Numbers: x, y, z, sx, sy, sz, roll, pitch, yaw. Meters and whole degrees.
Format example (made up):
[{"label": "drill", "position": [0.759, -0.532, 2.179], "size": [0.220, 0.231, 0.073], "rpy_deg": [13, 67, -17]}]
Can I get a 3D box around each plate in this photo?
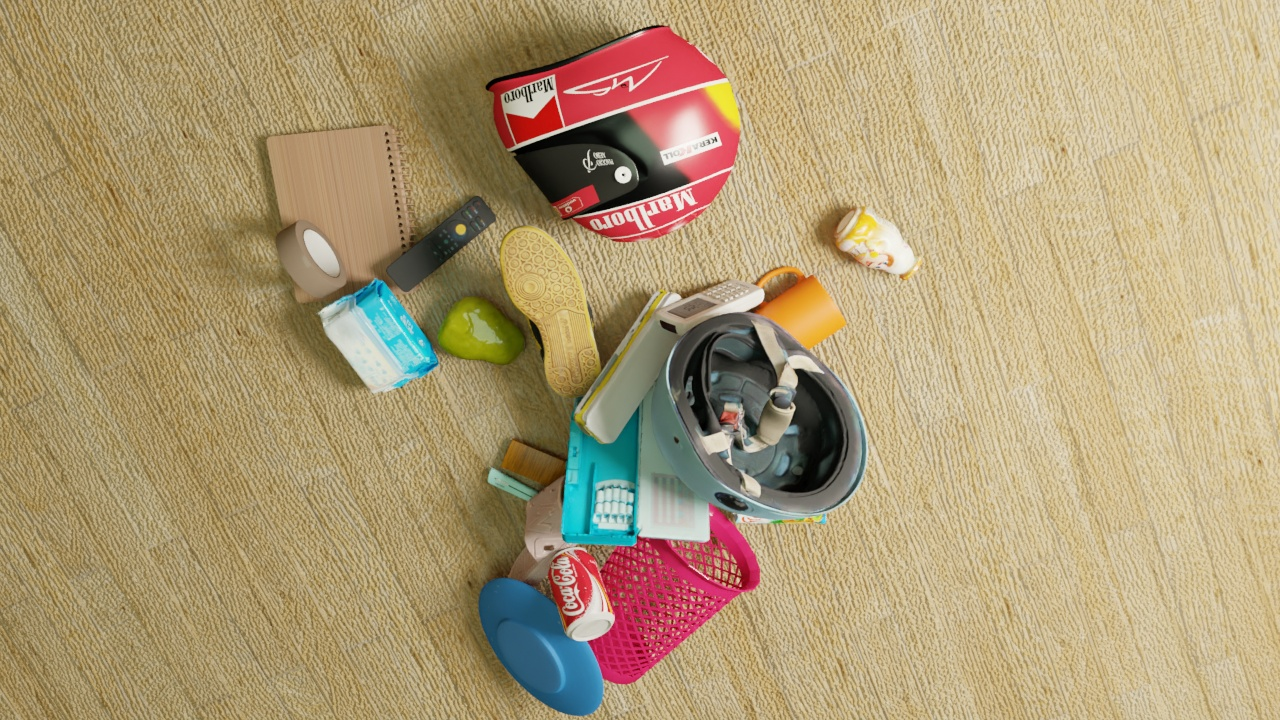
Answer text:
[{"label": "plate", "position": [-0.144, 0.394, 1.239], "size": [0.224, 0.024, 0.225], "rpy_deg": [22, 128, 30]}]

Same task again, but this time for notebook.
[{"label": "notebook", "position": [-0.370, -0.184, 1.166], "size": [0.169, 0.022, 0.210], "rpy_deg": [-5, 104, 3]}]

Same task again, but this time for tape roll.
[{"label": "tape roll", "position": [-0.402, -0.124, 1.123], "size": [0.030, 0.093, 0.094], "rpy_deg": [-28, 102, 9]}]

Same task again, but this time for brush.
[{"label": "brush", "position": [-0.123, 0.148, 1.249], "size": [0.126, 0.017, 0.048], "rpy_deg": [23, 103, -5]}]

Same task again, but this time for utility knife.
[{"label": "utility knife", "position": [-0.156, 0.182, 1.261], "size": [0.120, 0.015, 0.022], "rpy_deg": [28, 102, -9]}]

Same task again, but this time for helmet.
[{"label": "helmet", "position": [-0.019, -0.248, 1.056], "size": [0.271, 0.197, 0.225], "rpy_deg": [-16, 103, 13]}, {"label": "helmet", "position": [0.132, 0.078, 1.085], "size": [0.265, 0.167, 0.224], "rpy_deg": [36, 61, -1]}]

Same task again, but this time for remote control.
[{"label": "remote control", "position": [0.087, -0.066, 1.139], "size": [0.138, 0.060, 0.025], "rpy_deg": [-25, 121, -29]}, {"label": "remote control", "position": [-0.252, -0.148, 1.160], "size": [0.152, 0.020, 0.041], "rpy_deg": [-40, 108, -3]}]

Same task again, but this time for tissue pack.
[{"label": "tissue pack", "position": [-0.335, -0.028, 1.177], "size": [0.093, 0.061, 0.144], "rpy_deg": [-29, 115, 7]}]

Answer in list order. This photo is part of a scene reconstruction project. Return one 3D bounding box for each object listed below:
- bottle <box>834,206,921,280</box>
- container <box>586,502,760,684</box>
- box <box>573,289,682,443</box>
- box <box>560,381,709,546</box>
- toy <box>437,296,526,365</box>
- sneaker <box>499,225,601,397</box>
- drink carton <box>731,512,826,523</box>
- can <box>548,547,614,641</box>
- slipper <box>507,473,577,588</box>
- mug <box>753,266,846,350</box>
[{"label": "bottle", "position": [0.298, -0.144, 1.147], "size": [0.109, 0.063, 0.063], "rpy_deg": [33, 102, -8]}, {"label": "container", "position": [0.017, 0.308, 1.217], "size": [0.183, 0.183, 0.226], "rpy_deg": [36, 109, -8]}, {"label": "box", "position": [-0.006, 0.007, 1.145], "size": [0.045, 0.066, 0.209], "rpy_deg": [24, 72, 34]}, {"label": "box", "position": [-0.002, 0.123, 1.153], "size": [0.182, 0.226, 0.039], "rpy_deg": [3, 145, 0]}, {"label": "toy", "position": [-0.203, -0.031, 1.187], "size": [0.110, 0.051, 0.090], "rpy_deg": [31, 105, -9]}, {"label": "sneaker", "position": [-0.110, -0.079, 1.124], "size": [0.086, 0.122, 0.239], "rpy_deg": [-16, 125, -1]}, {"label": "drink carton", "position": [0.187, 0.199, 1.246], "size": [0.129, 0.038, 0.044], "rpy_deg": [0, 104, 1]}, {"label": "can", "position": [-0.076, 0.294, 1.158], "size": [0.064, 0.104, 0.064], "rpy_deg": [-14, 140, -12]}, {"label": "slipper", "position": [-0.126, 0.221, 1.216], "size": [0.064, 0.094, 0.240], "rpy_deg": [28, 115, -18]}, {"label": "mug", "position": [0.190, -0.065, 1.167], "size": [0.096, 0.077, 0.112], "rpy_deg": [-34, 73, 9]}]
